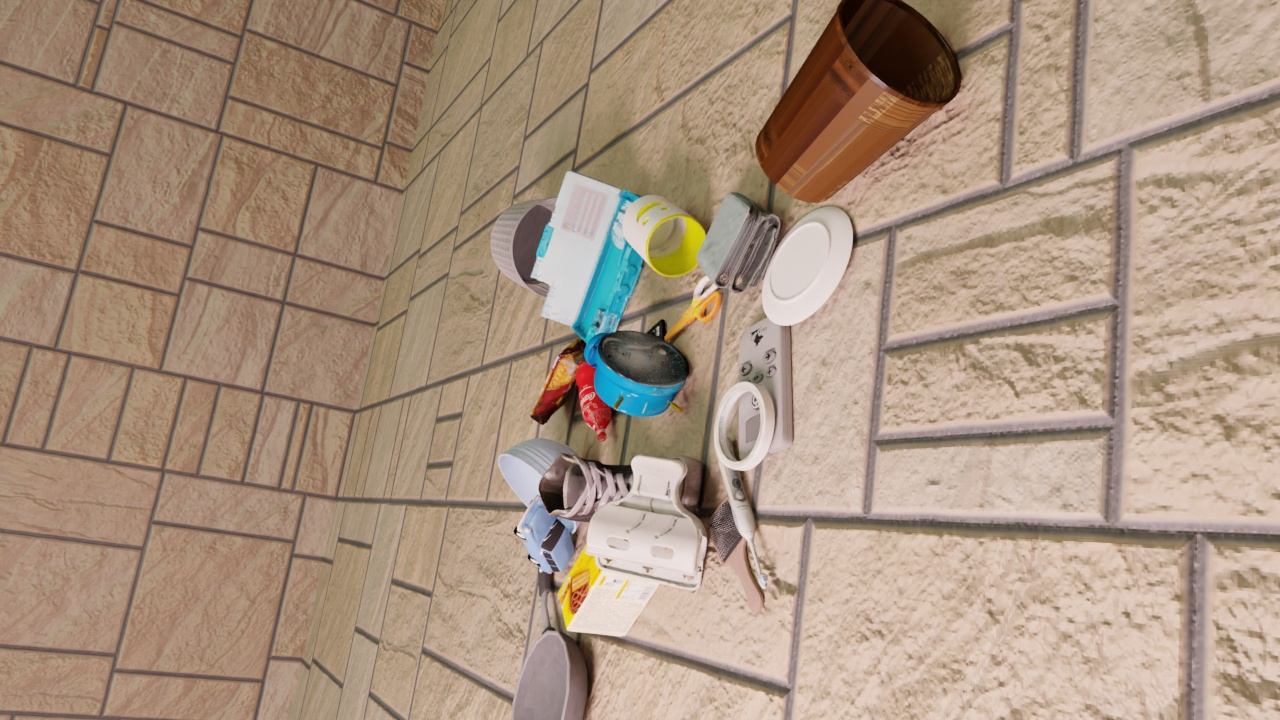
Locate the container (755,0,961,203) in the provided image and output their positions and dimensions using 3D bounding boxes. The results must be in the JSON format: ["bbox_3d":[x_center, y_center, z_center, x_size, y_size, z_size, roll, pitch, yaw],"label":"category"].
[{"bbox_3d":[0.196,-0.241,0.877,0.168,0.132,0.132,133,143,-52],"label":"container"}]

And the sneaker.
[{"bbox_3d":[-0.024,0.153,1.097,0.235,0.119,0.095,-9,69,58],"label":"sneaker"}]

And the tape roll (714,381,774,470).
[{"bbox_3d":[0.108,0.069,0.960,0.093,0.013,0.093,-31,54,55],"label":"tape roll"}]

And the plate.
[{"bbox_3d":[0.167,-0.101,0.955,0.135,0.011,0.134,-42,35,39],"label":"plate"}]

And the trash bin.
[{"bbox_3d":[-0.154,-0.186,1.483,0.183,0.156,0.156,25,99,66],"label":"trash bin"}]

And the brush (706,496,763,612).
[{"bbox_3d":[0.097,0.203,0.952,0.050,0.015,0.135,-60,30,29],"label":"brush"}]

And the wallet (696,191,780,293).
[{"bbox_3d":[0.109,-0.137,1.051,0.100,0.054,0.131,-61,19,15],"label":"wallet"}]

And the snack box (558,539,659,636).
[{"bbox_3d":[-0.038,0.271,1.101,0.106,0.083,0.061,-61,30,25],"label":"snack box"}]

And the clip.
[{"bbox_3d":[0.009,0.177,0.987,0.104,0.126,0.152,-48,-35,-68],"label":"clip"}]

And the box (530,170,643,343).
[{"bbox_3d":[-0.066,-0.148,1.367,0.172,0.084,0.227,28,105,25],"label":"box"}]

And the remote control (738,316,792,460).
[{"bbox_3d":[0.130,0.027,0.973,0.074,0.019,0.150,-32,49,53],"label":"remote control"}]

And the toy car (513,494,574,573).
[{"bbox_3d":[-0.128,0.241,1.248,0.056,0.055,0.153,-60,-23,-29],"label":"toy car"}]

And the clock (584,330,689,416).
[{"bbox_3d":[-0.007,0.007,1.148,0.161,0.116,0.060,-114,34,-52],"label":"clock"}]

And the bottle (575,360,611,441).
[{"bbox_3d":[-0.065,0.058,1.306,0.042,0.042,0.141,-55,33,34],"label":"bottle"}]

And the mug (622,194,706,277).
[{"bbox_3d":[0.029,-0.164,1.195,0.083,0.082,0.106,-67,27,16],"label":"mug"}]

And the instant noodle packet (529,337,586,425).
[{"bbox_3d":[-0.119,0.028,1.397,0.136,0.039,0.098,-62,-1,24],"label":"instant noodle packet"}]

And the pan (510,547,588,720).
[{"bbox_3d":[-0.124,0.387,1.260,0.179,0.041,0.356,-55,27,32],"label":"pan"}]

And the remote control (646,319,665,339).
[{"bbox_3d":[-0.005,-0.011,1.262,0.140,0.009,0.030,-42,42,48],"label":"remote control"}]

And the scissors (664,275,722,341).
[{"bbox_3d":[0.062,-0.060,1.156,0.129,0.013,0.065,-41,42,46],"label":"scissors"}]

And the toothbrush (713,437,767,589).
[{"bbox_3d":[0.105,0.157,0.953,0.185,0.022,0.024,-102,20,-44],"label":"toothbrush"}]

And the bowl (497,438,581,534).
[{"bbox_3d":[-0.121,0.163,1.284,0.074,0.150,0.151,-43,14,-27],"label":"bowl"}]
